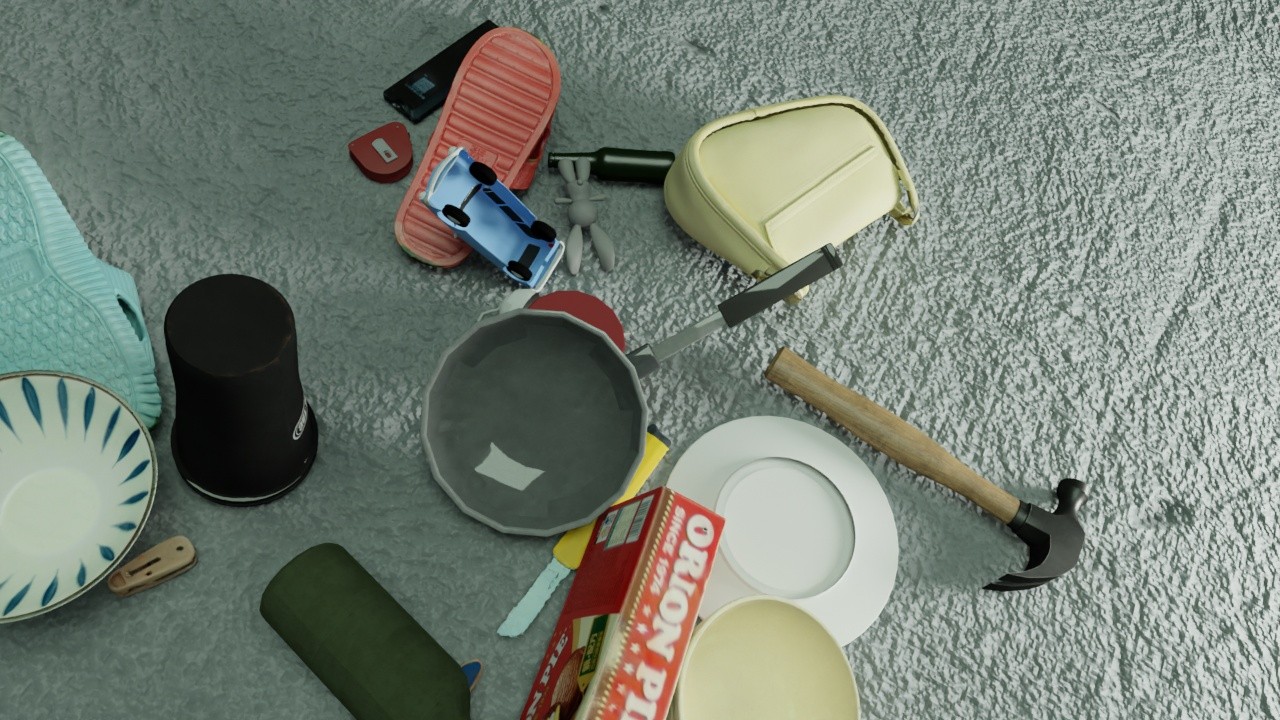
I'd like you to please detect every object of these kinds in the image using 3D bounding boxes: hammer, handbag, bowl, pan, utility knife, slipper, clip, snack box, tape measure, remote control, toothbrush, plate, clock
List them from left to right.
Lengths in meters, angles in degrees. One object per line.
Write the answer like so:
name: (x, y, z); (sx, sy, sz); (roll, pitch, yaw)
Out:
bowl: (-0.428, 0.101, 0.650); (0.177, 0.071, 0.177); (3, 66, -8)
slipper: (-0.465, -0.049, 0.718); (0.116, 0.069, 0.276); (-27, 90, -11)
clip: (-0.355, 0.149, 0.666); (0.061, 0.049, 0.025); (-35, 73, 5)
tape measure: (-0.237, -0.196, 0.863); (0.058, 0.019, 0.051); (-35, 75, -24)
toothbrush: (-0.161, 0.266, 0.653); (0.021, 0.017, 0.134); (39, 64, 11)
remote control: (-0.188, -0.295, 0.920); (0.047, 0.022, 0.150); (39, 64, 9)
slipper: (-0.148, -0.194, 0.859); (0.103, 0.059, 0.248); (22, 78, -1)
clock: (-0.073, -0.012, 0.789); (0.137, 0.048, 0.096); (9, 63, -7)
utility knife: (-0.042, 0.134, 0.741); (0.030, 0.019, 0.217); (33, 58, 12)
snack box: (-0.022, 0.212, 0.647); (0.060, 0.113, 0.235); (30, 61, -16)
pan: (-0.004, 0.004, 0.723); (0.357, 0.041, 0.178); (-29, 92, 3)
bowl: (0.076, 0.252, 0.665); (0.150, 0.076, 0.150); (11, 64, -24)
plate: (0.120, 0.141, 0.770); (0.208, 0.015, 0.208); (4, 64, -9)
handbag: (0.146, -0.166, 0.882); (0.232, 0.089, 0.191); (-32, 90, -25)
hammer: (0.244, 0.086, 0.807); (0.305, 0.040, 0.132); (33, 57, 6)

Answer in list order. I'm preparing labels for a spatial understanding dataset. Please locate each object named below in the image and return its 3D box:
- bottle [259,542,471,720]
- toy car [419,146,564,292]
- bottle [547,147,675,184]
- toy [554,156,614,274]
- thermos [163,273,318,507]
bottle: (-0.171, 0.217, 0.632); (0.207, 0.072, 0.071); (39, 63, 17)
toy car: (-0.128, -0.119, 0.788); (0.055, 0.153, 0.056); (19, 75, 42)
bottle: (-0.028, -0.191, 0.895); (0.123, 0.033, 0.033); (2, 64, -10)
toy: (-0.054, -0.137, 0.857); (0.049, 0.030, 0.111); (-7, 78, -14)
thermos: (-0.279, 0.024, 0.640); (0.105, 0.219, 0.105); (8, 63, -16)
